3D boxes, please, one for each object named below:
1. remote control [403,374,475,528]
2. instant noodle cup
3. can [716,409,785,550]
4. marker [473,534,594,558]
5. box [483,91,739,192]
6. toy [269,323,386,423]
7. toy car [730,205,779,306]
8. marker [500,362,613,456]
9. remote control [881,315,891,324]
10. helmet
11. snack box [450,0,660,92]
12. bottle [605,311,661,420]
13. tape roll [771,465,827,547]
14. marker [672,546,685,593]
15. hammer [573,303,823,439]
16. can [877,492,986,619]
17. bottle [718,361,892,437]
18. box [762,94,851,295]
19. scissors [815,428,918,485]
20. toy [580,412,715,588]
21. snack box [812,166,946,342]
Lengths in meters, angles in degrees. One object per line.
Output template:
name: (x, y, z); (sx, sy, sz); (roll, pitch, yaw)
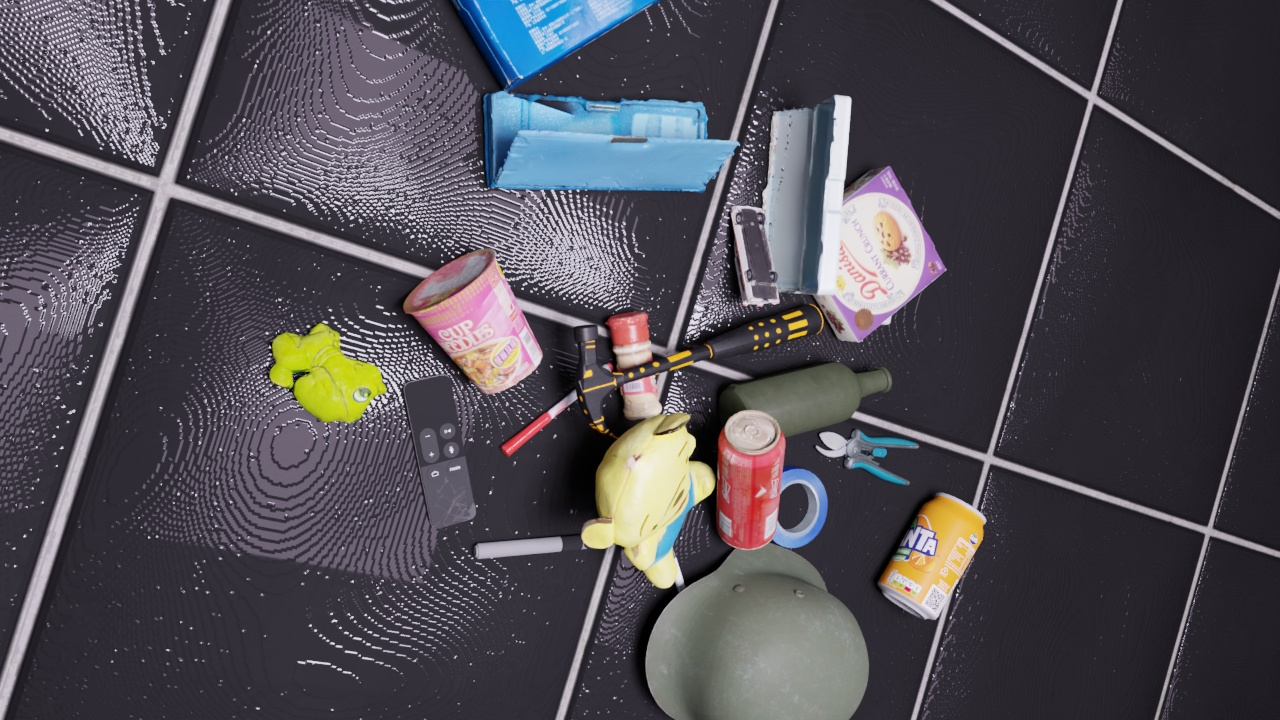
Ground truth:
remote control: (-0.192, 0.088, 0.881); (0.045, 0.008, 0.147); (-13, 102, -24)
instant noodle cup: (-0.148, -0.031, 0.847); (0.097, 0.098, 0.108); (-39, 118, -17)
can: (0.114, 0.128, 0.961); (0.067, 0.067, 0.170); (-27, 140, -21)
marker: (-0.100, 0.188, 0.933); (0.140, 0.016, 0.016); (0, 96, -26)
box: (-0.025, -0.209, 0.877); (0.231, 0.102, 0.094); (-3, 98, -25)
toy: (-0.279, 0.013, 0.817); (0.094, 0.036, 0.093); (-15, 95, -23)
toy car: (0.119, -0.111, 0.989); (0.039, 0.039, 0.113); (1, 68, -26)
marker: (-0.082, 0.048, 0.928); (0.142, 0.013, 0.013); (-39, 111, -17)
remote control: (0.292, -0.109, 1.090); (0.033, 0.012, 0.131); (6, 93, -26)
helmet: (0.143, 0.327, 0.989); (0.267, 0.154, 0.227); (8, 92, -26)
snack box: (-0.078, -0.396, 0.852); (0.238, 0.056, 0.195); (-36, 107, -17)
bottle: (-0.006, 0.005, 0.943); (0.044, 0.044, 0.109); (-15, 102, -24)
tape roll: (0.175, 0.170, 1.063); (0.093, 0.016, 0.091); (20, 87, -26)
marker: (0.046, 0.255, 1.014); (0.011, 0.011, 0.152); (-23, 105, -22)
hammer: (0.070, -0.006, 0.954); (0.319, 0.036, 0.123); (-16, 104, -33)
can: (0.358, 0.240, 1.125); (0.079, 0.079, 0.142); (39, 79, -24)
bottle: (0.191, 0.041, 1.026); (0.206, 0.071, 0.071); (-12, 101, -24)
box: (0.173, -0.167, 0.957); (0.049, 0.136, 0.197); (2, 95, -24)
scissors: (0.280, 0.112, 1.107); (0.153, 0.019, 0.128); (-30, 106, -18)
toy: (0.008, 0.130, 0.897); (0.148, 0.084, 0.214); (-66, 159, -15)
snack box: (0.255, -0.120, 1.046); (0.148, 0.041, 0.143); (-38, 107, -12)
